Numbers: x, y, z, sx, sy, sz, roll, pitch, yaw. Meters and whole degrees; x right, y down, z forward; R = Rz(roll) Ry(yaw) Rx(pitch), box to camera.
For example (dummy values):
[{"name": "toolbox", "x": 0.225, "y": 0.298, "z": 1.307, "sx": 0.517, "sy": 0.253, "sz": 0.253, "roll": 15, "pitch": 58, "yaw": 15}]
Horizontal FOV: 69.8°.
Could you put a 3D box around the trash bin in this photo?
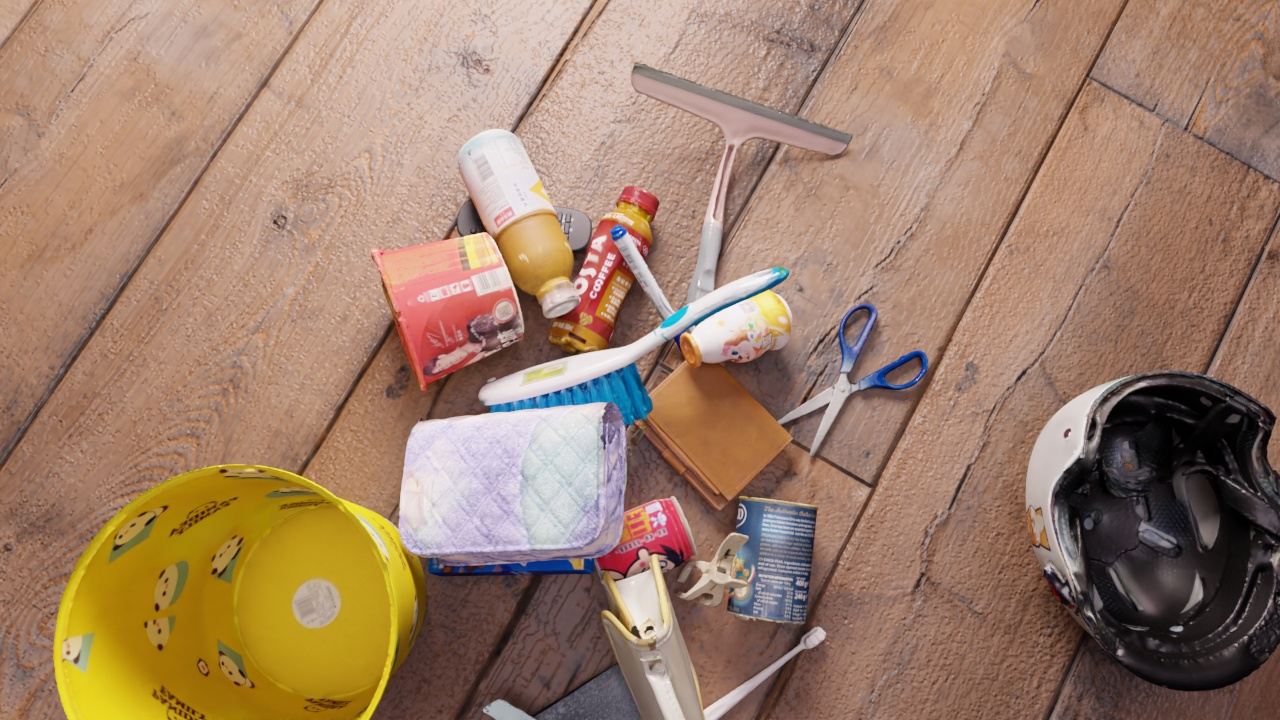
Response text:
[{"name": "trash bin", "x": -0.288, "y": 0.206, "z": 0.749, "sx": 0.229, "sy": 0.255, "sz": 0.229, "roll": 0, "pitch": 81, "yaw": -3}]

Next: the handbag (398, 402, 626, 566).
[{"name": "handbag", "x": -0.111, "y": 0.109, "z": 0.806, "sx": 0.194, "sy": 0.075, "sz": 0.134, "roll": -5, "pitch": 69, "yaw": 15}]

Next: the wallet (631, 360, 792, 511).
[{"name": "wallet", "x": 0.064, "y": 0.070, "z": 0.901, "sx": 0.119, "sy": 0.035, "sz": 0.130, "roll": -43, "pitch": 84, "yaw": -8}]

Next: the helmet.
[{"name": "helmet", "x": 0.457, "y": 0.145, "z": 0.849, "sx": 0.230, "sy": 0.157, "sz": 0.274, "roll": -14, "pitch": 92, "yaw": -7}]

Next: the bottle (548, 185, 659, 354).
[{"name": "bottle", "x": -0.032, "y": -0.088, "z": 0.910, "sx": 0.057, "sy": 0.057, "sz": 0.174, "roll": 23, "pitch": 80, "yaw": 1}]

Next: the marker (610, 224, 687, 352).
[{"name": "marker", "x": 0.012, "y": -0.069, "z": 0.895, "sx": 0.017, "sy": 0.017, "sz": 0.146, "roll": -36, "pitch": 114, "yaw": -8}]

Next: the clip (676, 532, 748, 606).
[{"name": "clip", "x": 0.070, "y": 0.200, "z": 0.846, "sx": 0.034, "sy": 0.100, "sz": 0.071, "roll": 21, "pitch": 51, "yaw": -17}]

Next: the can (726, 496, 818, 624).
[{"name": "can", "x": 0.124, "y": 0.188, "z": 0.864, "sx": 0.075, "sy": 0.075, "sz": 0.111, "roll": 8, "pitch": 81, "yaw": -2}]

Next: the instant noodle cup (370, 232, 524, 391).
[{"name": "instant noodle cup", "x": -0.178, "y": -0.052, "z": 0.864, "sx": 0.108, "sy": 0.138, "sz": 0.138, "roll": -20, "pitch": 82, "yaw": -15}]

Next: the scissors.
[{"name": "scissors", "x": 0.217, "y": 0.021, "z": 0.929, "sx": 0.164, "sy": 0.012, "sz": 0.162, "roll": 5, "pitch": 82, "yaw": -1}]

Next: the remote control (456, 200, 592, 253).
[{"name": "remote control", "x": -0.117, "y": -0.134, "z": 0.930, "sx": 0.136, "sy": 0.024, "sz": 0.053, "roll": 6, "pitch": 78, "yaw": 0}]

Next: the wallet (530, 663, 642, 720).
[{"name": "wallet", "x": -0.048, "y": 0.356, "z": 0.858, "sx": 0.120, "sy": 0.019, "sz": 0.097, "roll": -30, "pitch": 86, "yaw": -8}]

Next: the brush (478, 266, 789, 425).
[{"name": "brush", "x": -0.005, "y": 0.005, "z": 0.850, "sx": 0.315, "sy": 0.060, "sz": 0.109, "roll": -15, "pitch": 113, "yaw": 6}]

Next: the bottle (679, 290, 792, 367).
[{"name": "bottle", "x": 0.093, "y": -0.027, "z": 0.896, "sx": 0.108, "sy": 0.063, "sz": 0.063, "roll": -21, "pitch": 82, "yaw": -19}]

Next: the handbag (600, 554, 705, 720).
[{"name": "handbag", "x": 0.018, "y": 0.276, "z": 0.775, "sx": 0.063, "sy": 0.178, "sz": 0.163, "roll": -19, "pitch": 115, "yaw": -2}]

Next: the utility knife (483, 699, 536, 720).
[{"name": "utility knife", "x": -0.039, "y": 0.372, "z": 0.837, "sx": 0.238, "sy": 0.018, "sz": 0.034, "roll": 32, "pitch": 83, "yaw": -7}]

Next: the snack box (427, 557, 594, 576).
[{"name": "snack box", "x": -0.118, "y": 0.155, "z": 0.848, "sx": 0.157, "sy": 0.026, "sz": 0.084, "roll": -5, "pitch": 67, "yaw": 17}]

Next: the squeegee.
[{"name": "squeegee", "x": 0.077, "y": -0.143, "z": 0.935, "sx": 0.247, "sy": 0.040, "sz": 0.249, "roll": 14, "pitch": 86, "yaw": -18}]

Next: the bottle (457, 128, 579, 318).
[{"name": "bottle", "x": -0.113, "y": -0.130, "z": 0.879, "sx": 0.068, "sy": 0.068, "sz": 0.189, "roll": -25, "pitch": 77, "yaw": -7}]

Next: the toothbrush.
[{"name": "toothbrush", "x": 0.104, "y": 0.311, "z": 0.873, "sx": 0.180, "sy": 0.016, "sz": 0.016, "roll": -34, "pitch": 82, "yaw": -7}]

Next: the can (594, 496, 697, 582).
[{"name": "can", "x": 0.000, "y": 0.173, "z": 0.865, "sx": 0.093, "sy": 0.066, "sz": 0.066, "roll": -21, "pitch": 82, "yaw": -6}]
